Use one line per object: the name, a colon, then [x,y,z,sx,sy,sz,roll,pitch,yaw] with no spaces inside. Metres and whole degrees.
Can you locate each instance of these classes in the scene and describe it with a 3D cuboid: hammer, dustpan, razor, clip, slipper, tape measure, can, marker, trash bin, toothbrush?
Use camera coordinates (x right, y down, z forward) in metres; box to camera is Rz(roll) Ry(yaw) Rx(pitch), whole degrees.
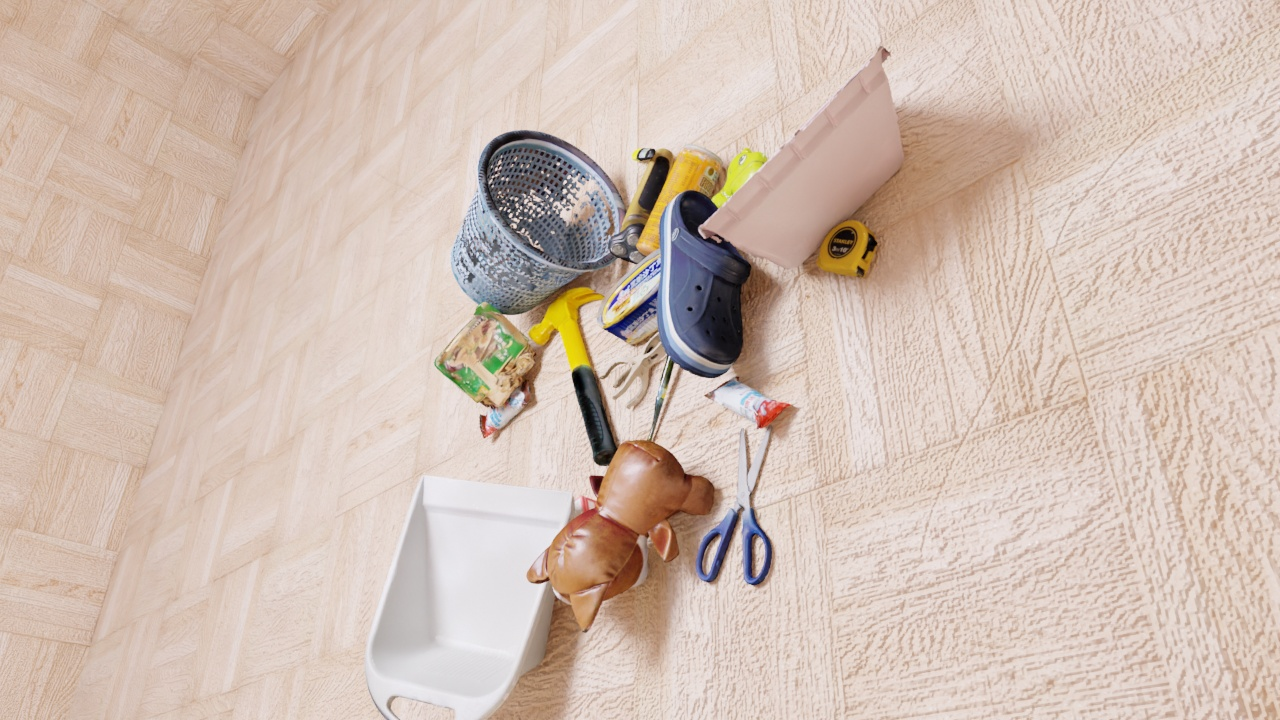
hammer: [-0.076,0.016,1.194,0.129,0.032,0.300,-45,40,24]
dustpan: [-0.207,0.274,1.035,0.223,0.142,0.257,2,91,24]
razor: [0.009,-0.207,1.215,0.068,0.062,0.167,125,165,-69]
clip: [-0.010,0.005,1.121,0.094,0.035,0.102,17,77,51]
slipper: [0.079,-0.094,1.010,0.095,0.105,0.252,-42,38,41]
tape measure: [0.213,-0.112,0.933,0.060,0.029,0.057,19,84,53]
can: [0.009,-0.079,1.126,0.149,0.049,0.074,-37,37,36]
marker: [0.005,-0.282,1.257,0.018,0.015,0.124,-60,15,5]
trash bin: [-0.160,-0.172,1.284,0.196,0.226,0.226,-41,40,46]
dustpan: [0.144,-0.207,0.922,0.223,0.273,0.139,-43,63,10]
can: [0.049,-0.194,1.152,0.058,0.058,0.146,20,84,53]
toothbrush: [0.024,0.027,1.067,0.012,0.017,0.185,2,74,69]

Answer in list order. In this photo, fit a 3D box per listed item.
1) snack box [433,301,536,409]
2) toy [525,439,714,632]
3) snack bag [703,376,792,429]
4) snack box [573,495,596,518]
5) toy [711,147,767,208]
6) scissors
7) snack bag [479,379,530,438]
snack box: [-0.232,-0.002,1.305,0.118,0.117,0.106,-52,21,-19]
toy: [-0.023,0.182,0.963,0.199,0.130,0.140,-48,32,-16]
snack bag: [0.111,0.042,0.957,0.048,0.026,0.104,-33,35,-16]
snack box: [-0.106,0.232,1.101,0.153,0.025,0.075,-40,43,27]
toy: [0.120,-0.204,1.098,0.100,0.031,0.096,-43,45,30]
scissors: [0.097,0.150,0.924,0.155,0.012,0.166,-43,40,23]
snack bag: [-0.190,0.069,1.300,0.105,0.026,0.045,-39,36,24]
